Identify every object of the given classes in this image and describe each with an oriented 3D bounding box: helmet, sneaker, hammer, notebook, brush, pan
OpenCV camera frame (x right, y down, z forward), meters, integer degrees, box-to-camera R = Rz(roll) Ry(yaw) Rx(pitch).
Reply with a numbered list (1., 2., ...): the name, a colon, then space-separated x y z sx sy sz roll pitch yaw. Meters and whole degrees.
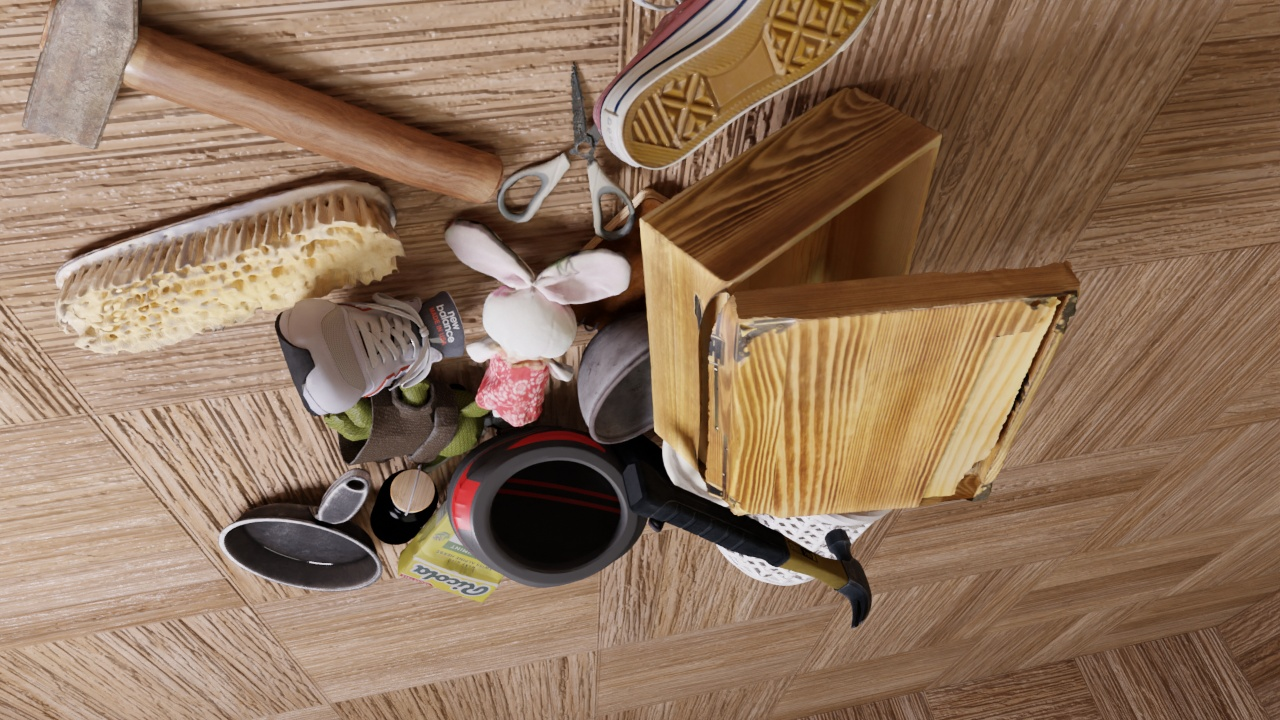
1. helmet: -0.100 0.151 0.986 0.264 0.164 0.170 12 178 -32
2. sneaker: -0.208 -0.018 0.748 0.124 0.089 0.240 -20 -176 -8
3. hammer: 0.113 0.171 0.861 0.332 0.117 0.025 28 122 -36
4. hammer: -0.225 -0.170 0.618 0.300 0.037 0.158 15 137 -37
5. notebook: 0.031 -0.068 0.876 0.225 0.024 0.168 19 133 -40
6. brush: -0.316 -0.072 0.708 0.271 0.056 0.083 -16 149 2
7. pan: -0.355 0.184 1.020 0.187 0.055 0.358 22 139 -21
8. sneaker: 0.062 -0.224 0.609 0.241 0.088 0.118 -39 132 -2
9. pan: 0.030 0.136 0.954 0.021 0.199 0.356 -48 177 4

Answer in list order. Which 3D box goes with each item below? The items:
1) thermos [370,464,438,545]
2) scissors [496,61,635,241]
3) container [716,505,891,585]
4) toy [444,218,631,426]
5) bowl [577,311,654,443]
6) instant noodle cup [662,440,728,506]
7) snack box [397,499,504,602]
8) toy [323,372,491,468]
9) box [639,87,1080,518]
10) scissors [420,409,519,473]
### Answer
1. thermos: -0.255 0.156 0.993 0.061 0.061 0.232 -1 163 -20
2. scissors: -0.048 -0.152 0.723 0.158 0.012 0.168 -23 134 20
3. container: 0.192 0.149 1.106 0.189 0.189 0.187 -2 146 -19
4. toy: -0.099 -0.024 0.800 0.159 0.084 0.195 9 122 -5
5. bowl: -0.005 0.005 0.861 0.144 0.067 0.145 -31 154 -18
6. instant noodle cup: 0.094 0.086 0.940 0.138 0.137 0.112 -38 170 31
7. snack box: -0.196 0.214 1.107 0.121 0.045 0.181 27 119 -27
8. toy: -0.229 0.058 0.910 0.152 0.078 0.180 4 147 -38
9. box: 0.153 0.005 0.724 0.269 0.263 0.280 -34 148 -21
10. scissors: -0.175 0.088 1.031 0.179 0.015 0.195 -18 145 4
